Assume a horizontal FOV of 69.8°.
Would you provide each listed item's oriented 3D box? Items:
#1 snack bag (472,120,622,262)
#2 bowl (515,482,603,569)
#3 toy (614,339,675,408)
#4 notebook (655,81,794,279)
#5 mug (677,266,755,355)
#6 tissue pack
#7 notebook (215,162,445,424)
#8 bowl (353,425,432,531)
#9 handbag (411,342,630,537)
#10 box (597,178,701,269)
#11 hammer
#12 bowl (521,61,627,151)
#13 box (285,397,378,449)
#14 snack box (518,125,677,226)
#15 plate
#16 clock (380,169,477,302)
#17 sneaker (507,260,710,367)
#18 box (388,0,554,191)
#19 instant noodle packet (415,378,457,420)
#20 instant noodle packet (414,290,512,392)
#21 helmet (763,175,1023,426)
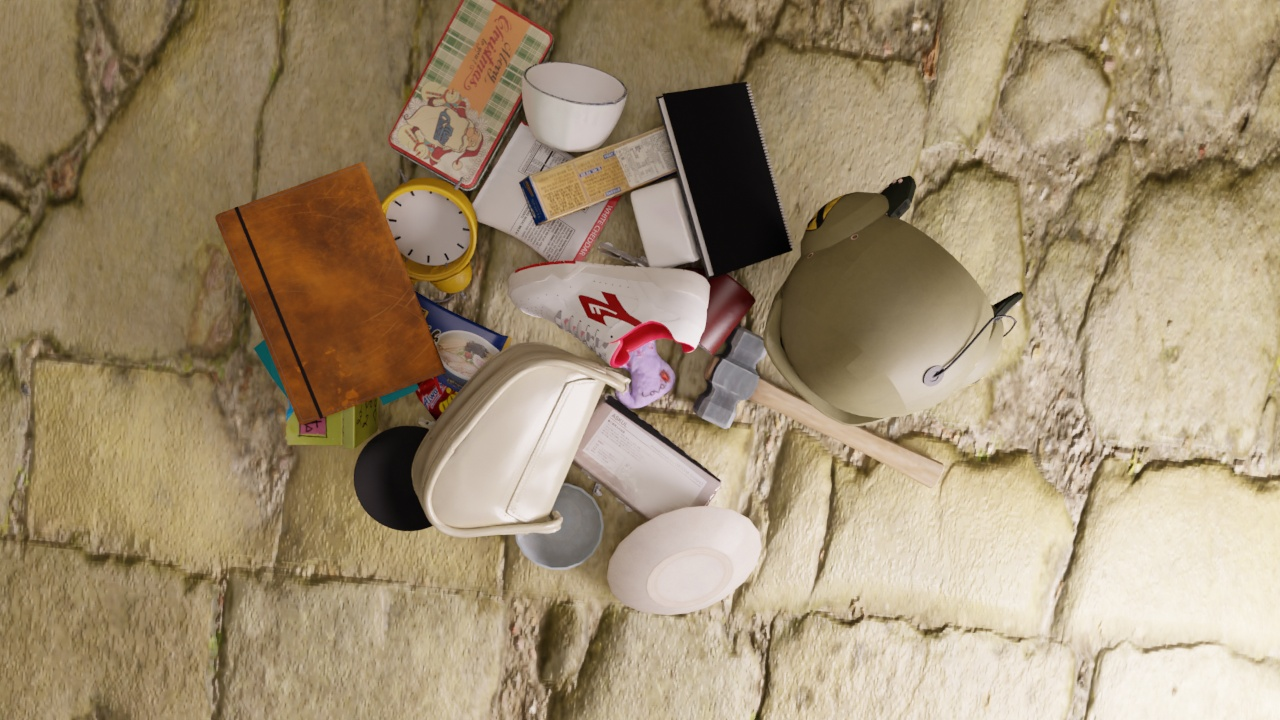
[{"bbox_3d":[-0.109,-0.187,1.071,0.144,0.039,0.130,30,88,-8],"label":"snack bag"},{"bbox_3d":[-0.099,0.196,1.110,0.106,0.039,0.106,0,96,-4],"label":"bowl"},{"bbox_3d":[-0.007,0.006,1.100,0.080,0.036,0.099,-34,98,-5],"label":"toy"},{"bbox_3d":[0.102,-0.211,1.055,0.148,0.016,0.207,-22,99,-40],"label":"notebook"},{"bbox_3d":[0.070,-0.071,1.083,0.105,0.073,0.082,39,91,5],"label":"mug"},{"bbox_3d":[-0.004,0.133,1.105,0.181,0.071,0.103,37,77,-8],"label":"tissue pack"},{"bbox_3d":[-0.326,-0.058,0.959,0.178,0.014,0.249,-20,96,-1],"label":"notebook"},{"bbox_3d":[-0.270,0.134,1.084,0.124,0.052,0.124,0,95,-4],"label":"bowl"},{"bbox_3d":[-0.142,0.081,1.027,0.184,0.132,0.229,23,98,-28],"label":"handbag"},{"bbox_3d":[-0.001,-0.145,1.058,0.130,0.109,0.103,-13,99,16],"label":"box"},{"bbox_3d":[0.226,0.076,1.122,0.323,0.051,0.117,25,93,-9],"label":"hammer"},{"bbox_3d":[-0.077,-0.280,1.021,0.116,0.116,0.066,10,127,-5],"label":"bowl"},{"bbox_3d":[-0.341,-0.018,1.030,0.082,0.124,0.221,0,94,-2],"label":"box"},{"bbox_3d":[-0.032,-0.215,1.043,0.206,0.057,0.056,-24,98,-18],"label":"snack box"},{"bbox_3d":[0.055,0.248,1.085,0.188,0.027,0.189,-7,128,-10],"label":"plate"},{"bbox_3d":[-0.243,-0.137,1.047,0.113,0.052,0.152,6,117,-5],"label":"clock"},{"bbox_3d":[-0.043,-0.047,1.034,0.237,0.090,0.104,5,77,12],"label":"sneaker"},{"bbox_3d":[-0.193,-0.307,1.050,0.117,0.050,0.205,30,92,-7],"label":"box"},{"bbox_3d":[-0.198,0.052,1.090,0.098,0.039,0.135,-38,96,4],"label":"instant noodle packet"},{"bbox_3d":[-0.226,-0.017,1.053,0.134,0.026,0.087,27,97,-1],"label":"instant noodle packet"},{"bbox_3d":[0.253,-0.049,0.994,0.250,0.256,0.233,44,87,-6],"label":"helmet"}]
